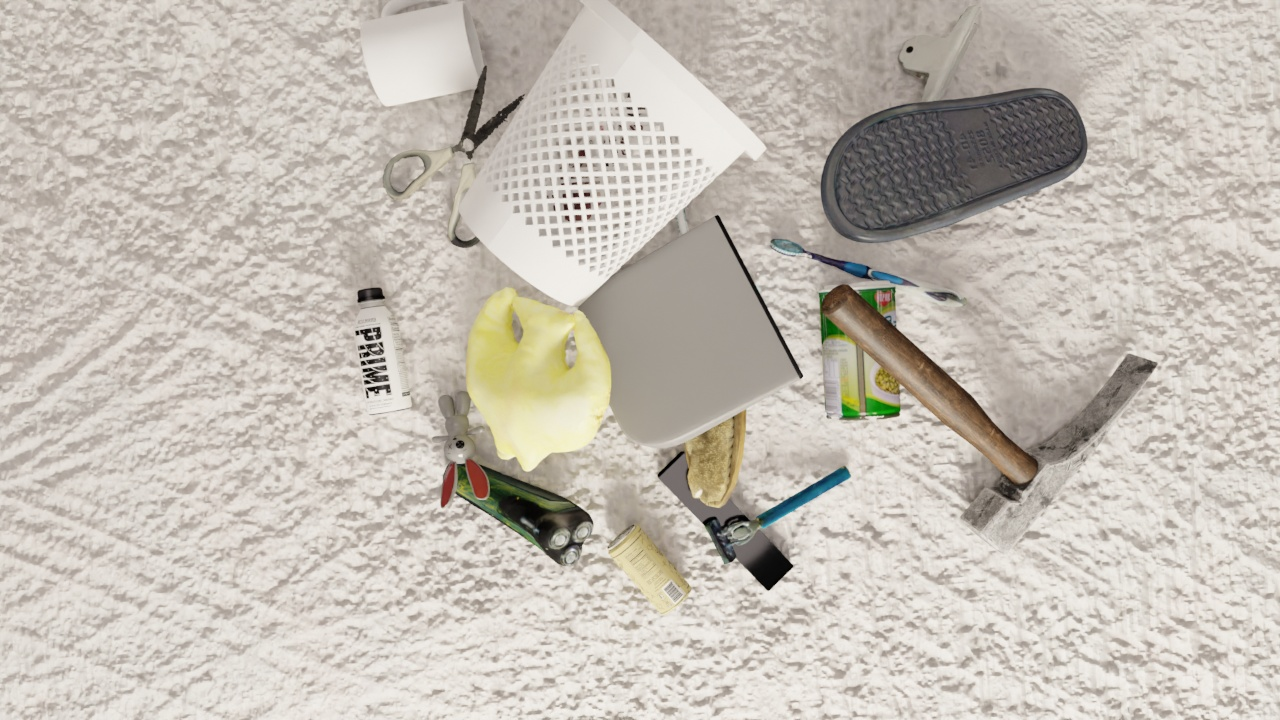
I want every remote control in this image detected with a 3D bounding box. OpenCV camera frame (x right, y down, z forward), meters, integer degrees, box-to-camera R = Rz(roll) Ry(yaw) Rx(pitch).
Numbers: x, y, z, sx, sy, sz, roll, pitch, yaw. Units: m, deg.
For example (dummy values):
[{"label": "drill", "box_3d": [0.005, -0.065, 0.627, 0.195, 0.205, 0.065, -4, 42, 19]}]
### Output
[{"label": "remote control", "box_3d": [0.079, 0.150, 0.858, 0.034, 0.013, 0.150, -44, 91, -1]}]

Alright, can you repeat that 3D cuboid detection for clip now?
[{"label": "clip", "box_3d": [0.268, -0.271, 0.828, 0.052, 0.058, 0.102, 25, 92, -24]}]

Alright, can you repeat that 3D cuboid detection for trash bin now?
[{"label": "trash bin", "box_3d": [-0.036, -0.163, 0.759, 0.195, 0.195, 0.200, 42, 103, 0]}]

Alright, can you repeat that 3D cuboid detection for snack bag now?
[{"label": "snack bag", "box_3d": [-0.027, -0.197, 0.847, 0.057, 0.013, 0.158, 39, 93, -2]}]

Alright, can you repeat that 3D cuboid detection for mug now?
[{"label": "mug", "box_3d": [-0.195, -0.289, 0.825, 0.090, 0.074, 0.110, -11, 66, 2]}]

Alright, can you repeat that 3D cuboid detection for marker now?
[{"label": "marker", "box_3d": [0.037, -0.133, 0.849, 0.011, 0.011, 0.152, -11, 92, 2]}]

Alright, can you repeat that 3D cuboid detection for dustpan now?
[{"label": "dustpan", "box_3d": [-0.005, 0.005, 0.823, 0.258, 0.033, 0.163, -29, 74, 11]}]

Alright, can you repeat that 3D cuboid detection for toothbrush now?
[{"label": "toothbrush", "box_3d": [0.210, -0.081, 0.843, 0.189, 0.017, 0.016, 17, 91, 1]}]

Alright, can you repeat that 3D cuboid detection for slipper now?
[{"label": "slipper", "box_3d": [0.267, -0.172, 0.815, 0.267, 0.083, 0.110, -18, 87, -16]}]

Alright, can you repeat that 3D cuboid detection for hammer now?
[{"label": "hammer", "box_3d": [0.288, 0.005, 0.785, 0.300, 0.037, 0.218, 38, 93, -21]}]

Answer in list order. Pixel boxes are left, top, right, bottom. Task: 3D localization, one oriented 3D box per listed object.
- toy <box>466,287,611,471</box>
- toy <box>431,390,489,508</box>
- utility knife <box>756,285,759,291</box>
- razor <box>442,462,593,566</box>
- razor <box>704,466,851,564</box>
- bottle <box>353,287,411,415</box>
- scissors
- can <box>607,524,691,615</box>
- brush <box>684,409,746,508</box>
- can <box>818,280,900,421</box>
[{"label": "toy", "box_3d": [-0.097, 0.019, 0.809, 0.171, 0.064, 0.155, 21, 107, 35]}, {"label": "toy", "box_3d": [-0.165, 0.080, 0.836, 0.049, 0.030, 0.111, -13, 63, 2]}, {"label": "utility knife", "box_3d": [0.089, 0.018, 0.851, 0.022, 0.015, 0.179, 15, 94, 1]}, {"label": "razor", "box_3d": [-0.115, 0.133, 0.838, 0.151, 0.067, 0.054, 27, 89, 8]}, {"label": "razor", "box_3d": [0.131, 0.136, 0.843, 0.144, 0.022, 0.042, -28, 90, -6]}, {"label": "bottle", "box_3d": [-0.240, -0.009, 0.846, 0.041, 0.041, 0.116, -9, 92, 2]}, {"label": "scissors", "box_3d": [-0.168, -0.179, 0.828, 0.166, 0.012, 0.158, -2, 111, 16]}, {"label": "can", "box_3d": [0.008, 0.193, 0.849, 0.038, 0.038, 0.079, -41, 91, 2]}, {"label": "brush", "box_3d": [0.063, 0.035, 0.828, 0.059, 0.043, 0.195, -2, 85, 24]}, {"label": "can", "box_3d": [0.197, -0.009, 0.822, 0.067, 0.067, 0.121, -4, 93, 1]}]
